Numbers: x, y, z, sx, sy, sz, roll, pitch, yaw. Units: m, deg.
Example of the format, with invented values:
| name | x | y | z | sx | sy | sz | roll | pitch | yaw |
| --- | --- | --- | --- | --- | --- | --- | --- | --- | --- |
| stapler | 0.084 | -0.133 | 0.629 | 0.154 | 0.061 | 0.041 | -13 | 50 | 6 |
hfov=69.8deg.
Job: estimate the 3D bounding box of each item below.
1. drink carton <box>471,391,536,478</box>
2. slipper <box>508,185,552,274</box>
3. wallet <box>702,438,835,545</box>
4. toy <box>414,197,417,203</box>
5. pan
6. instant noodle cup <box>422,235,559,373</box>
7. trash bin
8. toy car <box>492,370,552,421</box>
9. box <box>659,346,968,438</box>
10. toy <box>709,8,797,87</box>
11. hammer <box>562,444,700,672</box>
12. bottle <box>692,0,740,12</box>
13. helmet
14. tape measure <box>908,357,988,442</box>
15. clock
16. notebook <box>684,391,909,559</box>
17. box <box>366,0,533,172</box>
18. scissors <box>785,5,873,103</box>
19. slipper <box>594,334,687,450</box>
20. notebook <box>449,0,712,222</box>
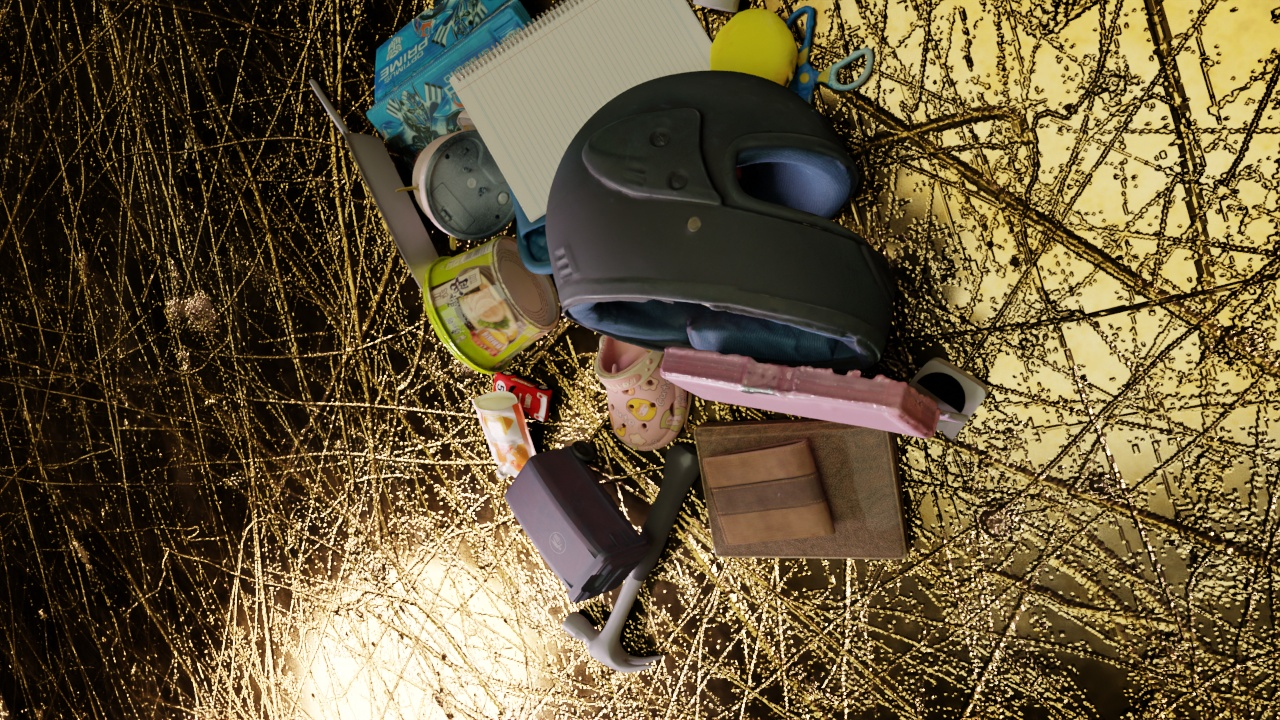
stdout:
| name | x | y | z | sx | sy | sz | roll | pitch | yaw |
| --- | --- | --- | --- | --- | --- | --- | --- | --- | --- |
| drink carton | -0.160 | 0.098 | 1.115 | 0.069 | 0.038 | 0.122 | 3 | 125 | 25 |
| slipper | -0.090 | -0.194 | 0.962 | 0.104 | 0.059 | 0.213 | -9 | 72 | 18 |
| wallet | 0.127 | 0.134 | 0.924 | 0.121 | 0.026 | 0.098 | -15 | 94 | 33 |
| toy | -0.212 | -0.211 | 1.074 | 0.103 | 0.065 | 0.050 | -33 | 116 | 29 |
| pan | -0.325 | -0.235 | 1.106 | 0.050 | 0.201 | 0.356 | -26 | 61 | -8 |
| instant noodle cup | -0.162 | -0.067 | 1.030 | 0.098 | 0.146 | 0.146 | -26 | 87 | 21 |
| trash bin | -0.071 | 0.184 | 1.043 | 0.161 | 0.092 | 0.094 | 50 | 122 | 24 |
| toy car | -0.144 | 0.042 | 1.107 | 0.089 | 0.025 | 0.038 | 20 | 111 | 26 |
| box | 0.155 | 0.035 | 0.825 | 0.233 | 0.178 | 0.039 | 8 | 83 | 38 |
| toy | 0.104 | -0.281 | 0.863 | 0.094 | 0.041 | 0.096 | 37 | 120 | 29 |
| hammer | 0.006 | 0.233 | 1.062 | 0.125 | 0.029 | 0.311 | 31 | 115 | 22 |
| bottle | 0.081 | -0.384 | 0.850 | 0.060 | 0.060 | 0.108 | 21 | 111 | 26 |
| helmet | 0.073 | -0.132 | 0.809 | 0.317 | 0.249 | 0.235 | 8 | 78 | 27 |
| tape measure | 0.282 | 0.036 | 0.854 | 0.065 | 0.016 | 0.064 | 38 | 118 | 18 |
| clock | -0.180 | -0.207 | 1.006 | 0.157 | 0.117 | 0.059 | -50 | 38 | -12 |
| notebook | 0.156 | 0.111 | 0.938 | 0.216 | 0.034 | 0.190 | -6 | 98 | 32 |
| box | -0.216 | -0.337 | 1.035 | 0.244 | 0.071 | 0.170 | -22 | 89 | 33 |
| scissors | 0.163 | -0.265 | 0.859 | 0.127 | 0.015 | 0.125 | 15 | 109 | 33 |
| slipper | -0.006 | 0.006 | 0.984 | 0.093 | 0.081 | 0.197 | 2 | 101 | 29 |
| notebook | -0.051 | -0.279 | 0.923 | 0.246 | 0.013 | 0.178 | -31 | 85 | 7 |
